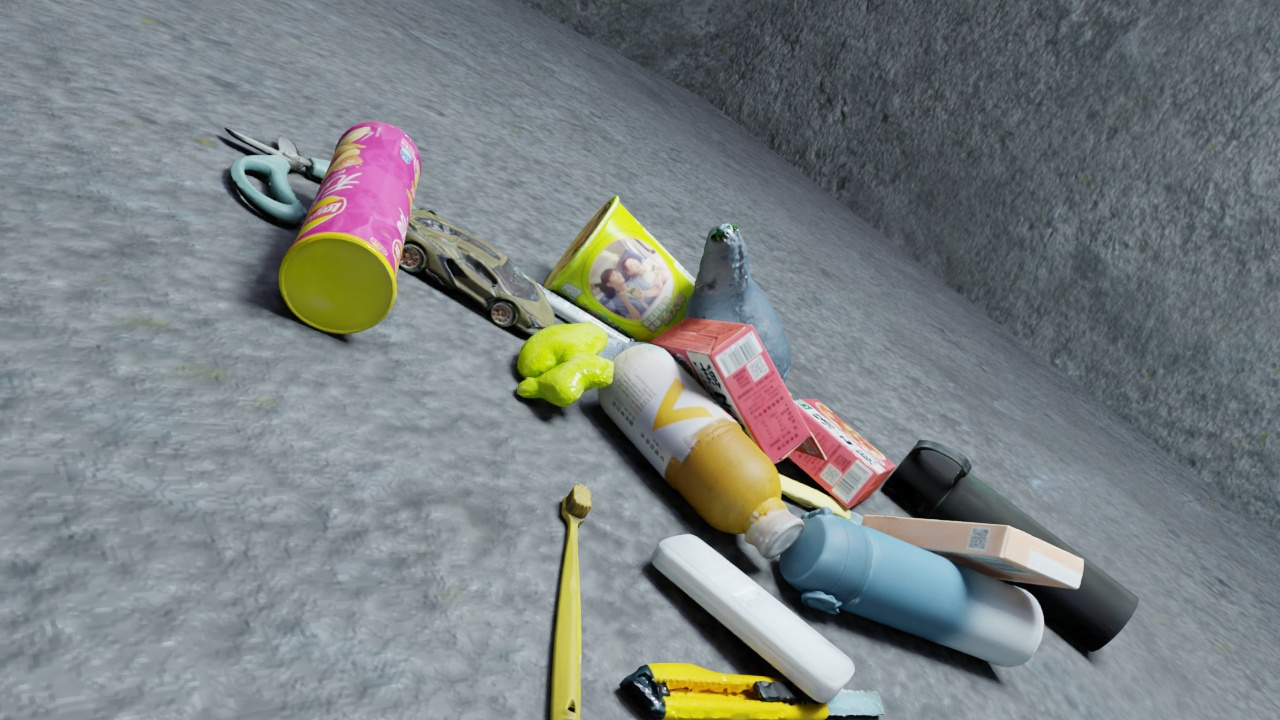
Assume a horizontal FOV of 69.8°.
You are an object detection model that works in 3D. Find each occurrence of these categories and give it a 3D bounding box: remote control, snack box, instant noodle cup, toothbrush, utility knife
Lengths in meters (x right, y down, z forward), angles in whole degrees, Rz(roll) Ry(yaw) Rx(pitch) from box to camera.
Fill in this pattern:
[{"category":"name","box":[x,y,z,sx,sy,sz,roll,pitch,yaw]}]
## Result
[{"category":"remote control","box":[0.067,0.154,0.559,0.136,0.020,0.055,35,12,24]},{"category":"snack box","box":[0.168,0.075,0.853,0.127,0.044,0.113,41,13,19]},{"category":"instant noodle cup","box":[-0.011,-0.074,0.873,0.123,0.112,0.111,38,19,-13]},{"category":"snack box","box":[0.074,0.031,0.728,0.127,0.044,0.113,59,-16,-16]},{"category":"toothbrush","box":[-0.036,0.124,0.498,0.015,0.017,0.189,27,21,-14]},{"category":"snack box","box":[0.257,0.151,0.733,0.084,0.026,0.157,25,-16,-23]},{"category":"utility knife","box":[0.075,0.189,0.521,0.215,0.015,0.033,18,28,-37]},{"category":"utility knife","box":[0.141,0.114,0.783,0.204,0.021,0.031,21,27,-16]}]

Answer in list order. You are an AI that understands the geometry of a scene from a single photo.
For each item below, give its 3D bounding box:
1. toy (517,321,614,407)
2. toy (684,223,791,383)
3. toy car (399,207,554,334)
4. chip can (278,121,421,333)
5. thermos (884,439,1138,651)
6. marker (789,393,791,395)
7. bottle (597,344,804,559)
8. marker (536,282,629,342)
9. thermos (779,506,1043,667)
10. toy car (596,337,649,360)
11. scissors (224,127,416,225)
[{"category":"toy","box":[-0.059,0.000,0.695,0.096,0.031,0.100,-26,34,-28]},{"category":"toy","box":[0.094,-0.026,0.853,0.091,0.137,0.356,5,-11,15]},{"category":"toy car","box":[-0.137,-0.075,0.767,0.158,0.042,0.070,33,21,-8]},{"category":"chip can","box":[-0.201,-0.104,0.661,0.071,0.072,0.210,25,28,-22]},{"category":"thermos","box":[0.356,0.170,0.886,0.242,0.090,0.068,39,63,15]},{"category":"marker","box":[0.108,0.008,0.978,0.124,0.015,0.018,36,15,10]},{"category":"bottle","box":[0.043,0.065,0.676,0.068,0.068,0.189,5,35,-52]},{"category":"marker","box":[-0.045,-0.032,0.839,0.145,0.017,0.017,31,21,-7]},{"category":"thermos","box":[0.201,0.172,0.682,0.220,0.070,0.070,23,23,-24]},{"category":"toy car","box":[-0.005,0.005,0.791,0.120,0.037,0.054,16,27,-33]},{"category":"scissors","box":[-0.260,-0.141,0.762,0.169,0.019,0.171,19,24,-31]}]
